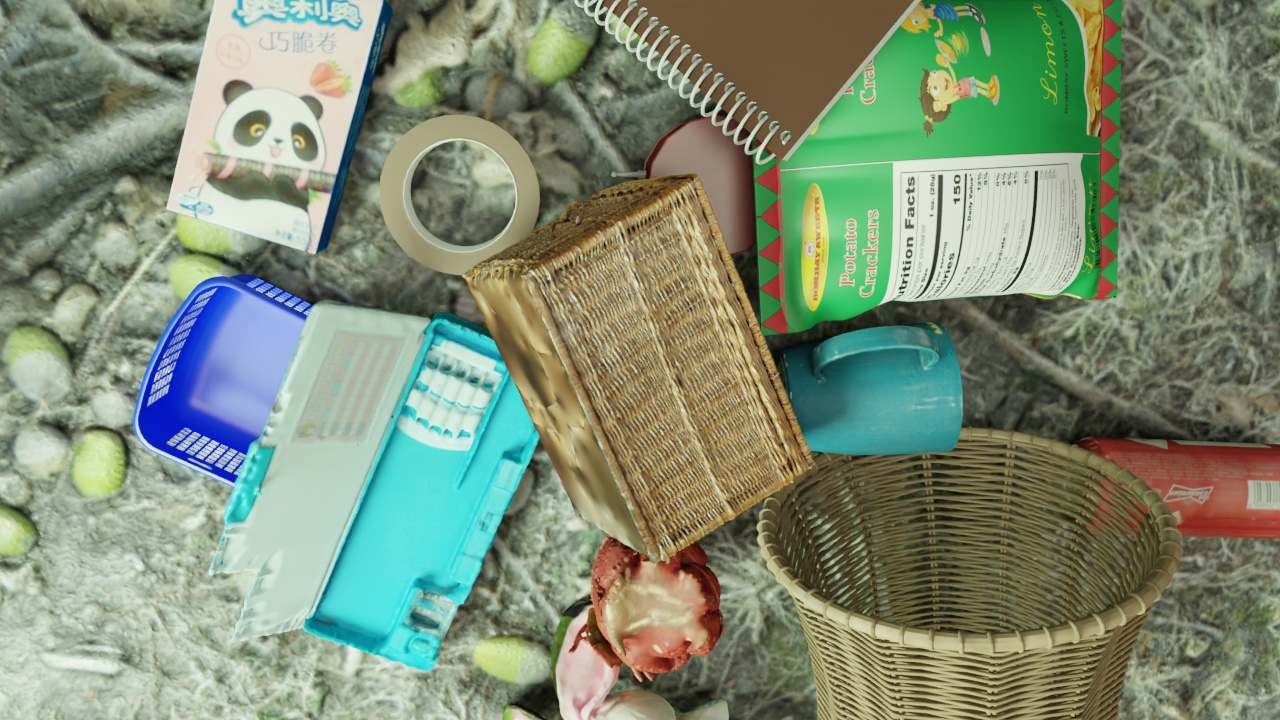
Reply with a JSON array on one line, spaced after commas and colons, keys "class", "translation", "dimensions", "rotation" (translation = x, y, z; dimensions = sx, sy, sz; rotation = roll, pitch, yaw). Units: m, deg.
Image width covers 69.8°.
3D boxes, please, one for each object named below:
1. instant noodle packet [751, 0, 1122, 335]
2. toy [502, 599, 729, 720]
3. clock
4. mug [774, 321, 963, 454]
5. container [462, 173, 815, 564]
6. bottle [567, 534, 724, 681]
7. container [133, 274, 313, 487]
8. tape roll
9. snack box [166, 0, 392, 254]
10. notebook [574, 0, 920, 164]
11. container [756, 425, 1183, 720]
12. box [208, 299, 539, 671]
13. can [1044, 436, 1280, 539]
[{"class": "instant noodle packet", "translation": [0.183, -0.124, 0.547], "dimensions": [0.252, 0.090, 0.195], "rotation": [-6, 99, -16]}, {"class": "toy", "translation": [0.012, 0.274, 0.622], "dimensions": [0.205, 0.105, 0.131], "rotation": [31, 101, -11]}, {"class": "clock", "translation": [0.053, -0.111, 0.563], "dimensions": [0.124, 0.044, 0.087], "rotation": [-25, 105, 0]}, {"class": "mug", "translation": [0.140, 0.013, 0.574], "dimensions": [0.104, 0.112, 0.084], "rotation": [-5, 61, 2]}, {"class": "container", "translation": [-0.003, 0.003, 0.529], "dimensions": [0.112, 0.114, 0.198], "rotation": [-30, 108, -22]}, {"class": "bottle", "translation": [0.004, 0.154, 0.583], "dimensions": [0.099, 0.111, 0.099], "rotation": [-1, 97, -7]}, {"class": "container", "translation": [-0.235, 0.010, 0.552], "dimensions": [0.096, 0.058, 0.114], "rotation": [28, 99, -12]}, {"class": "tape roll", "translation": [-0.108, -0.100, 0.554], "dimensions": [0.093, 0.030, 0.094], "rotation": [-1, 104, -6]}, {"class": "snack box", "translation": [-0.208, -0.147, 0.531], "dimensions": [0.088, 0.033, 0.154], "rotation": [17, 101, -11]}, {"class": "notebook", "translation": [0.048, -0.232, 0.482], "dimensions": [0.209, 0.022, 0.172], "rotation": [44, 111, 9]}, {"class": "container", "translation": [0.197, 0.177, 0.566], "dimensions": [0.227, 0.226, 0.196], "rotation": [-11, 111, -4]}, {"class": "box", "translation": [-0.163, 0.078, 0.570], "dimensions": [0.180, 0.074, 0.227], "rotation": [18, 102, -35]}, {"class": "can", "translation": [0.375, 0.089, 0.636], "dimensions": [0.170, 0.067, 0.067], "rotation": [2, 103, -7]}]
